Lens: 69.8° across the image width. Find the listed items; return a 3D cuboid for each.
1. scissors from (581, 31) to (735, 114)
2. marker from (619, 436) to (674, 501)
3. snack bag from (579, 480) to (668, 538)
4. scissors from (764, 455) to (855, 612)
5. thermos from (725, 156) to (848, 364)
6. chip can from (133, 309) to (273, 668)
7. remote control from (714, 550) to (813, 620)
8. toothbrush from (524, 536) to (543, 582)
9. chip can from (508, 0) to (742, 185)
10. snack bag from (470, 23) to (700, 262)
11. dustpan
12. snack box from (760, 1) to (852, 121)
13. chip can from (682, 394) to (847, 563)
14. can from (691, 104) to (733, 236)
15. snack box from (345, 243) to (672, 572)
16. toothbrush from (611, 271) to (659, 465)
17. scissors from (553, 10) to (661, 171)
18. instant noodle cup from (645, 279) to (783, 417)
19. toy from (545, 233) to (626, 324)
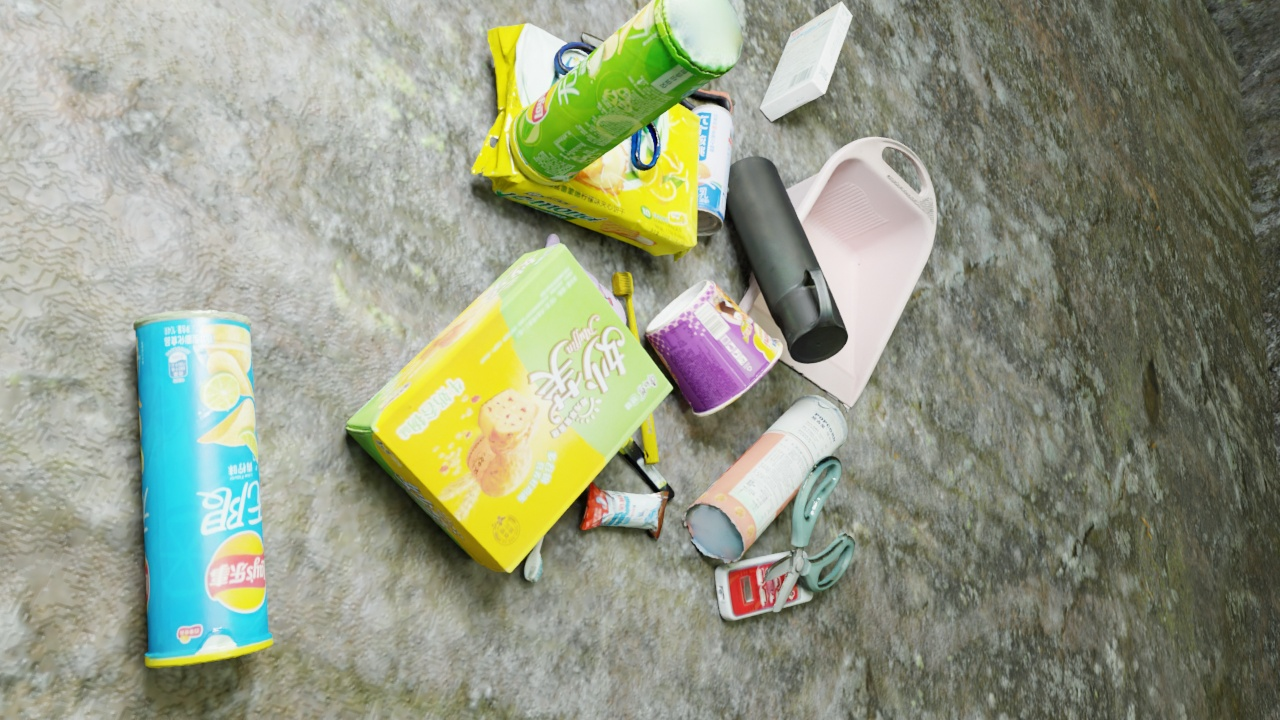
[{"bbox_3d":[0.028,-0.317,1.002,0.189,0.015,0.225,46,53,-24],"label":"scissors"},{"bbox_3d":[-0.006,0.089,0.859,0.124,0.015,0.018,51,44,-24],"label":"marker"},{"bbox_3d":[-0.014,0.135,0.830,0.104,0.026,0.048,18,79,-38],"label":"snack bag"},{"bbox_3d":[0.185,0.192,0.953,0.181,0.019,0.170,44,65,-46],"label":"scissors"},{"bbox_3d":[0.148,-0.115,0.941,0.068,0.090,0.242,-6,51,-14],"label":"thermos"},{"bbox_3d":[-0.275,0.078,0.575,0.071,0.071,0.210,1,78,-42],"label":"chip can"},{"bbox_3d":[0.129,0.228,0.939,0.135,0.020,0.056,2,76,-42],"label":"remote control"},{"bbox_3d":[-0.069,0.080,0.794,0.027,0.026,0.224,59,38,-57],"label":"toothbrush"},{"bbox_3d":[-0.017,-0.205,0.696,0.072,0.222,0.072,11,71,-35],"label":"chip can"},{"bbox_3d":[-0.043,-0.196,0.865,0.246,0.068,0.157,17,67,-37],"label":"snack bag"},{"bbox_3d":[0.245,-0.113,1.059,0.222,0.139,0.272,29,60,-35],"label":"dustpan"},{"bbox_3d":[0.204,-0.367,1.128,0.027,0.085,0.156,41,54,-26],"label":"snack box"},{"bbox_3d":[0.132,0.116,0.937,0.214,0.071,0.071,-37,104,-42],"label":"chip can"},{"bbox_3d":[0.068,-0.204,0.979,0.053,0.053,0.134,25,63,-36],"label":"can"},{"bbox_3d":[-0.096,0.034,0.717,0.209,0.070,0.157,-47,113,-23],"label":"snack box"},{"bbox_3d":[-0.005,0.005,0.872,0.016,0.016,0.190,1,73,-37],"label":"toothbrush"},{"bbox_3d":[-0.012,-0.260,0.856,0.162,0.012,0.172,14,68,-37],"label":"scissors"},{"bbox_3d":[0.065,-0.017,0.896,0.099,0.112,0.111,49,50,-9],"label":"instant noodle cup"},{"bbox_3d":[-0.054,-0.060,0.840,0.108,0.039,0.083,40,34,-26],"label":"toy"}]
